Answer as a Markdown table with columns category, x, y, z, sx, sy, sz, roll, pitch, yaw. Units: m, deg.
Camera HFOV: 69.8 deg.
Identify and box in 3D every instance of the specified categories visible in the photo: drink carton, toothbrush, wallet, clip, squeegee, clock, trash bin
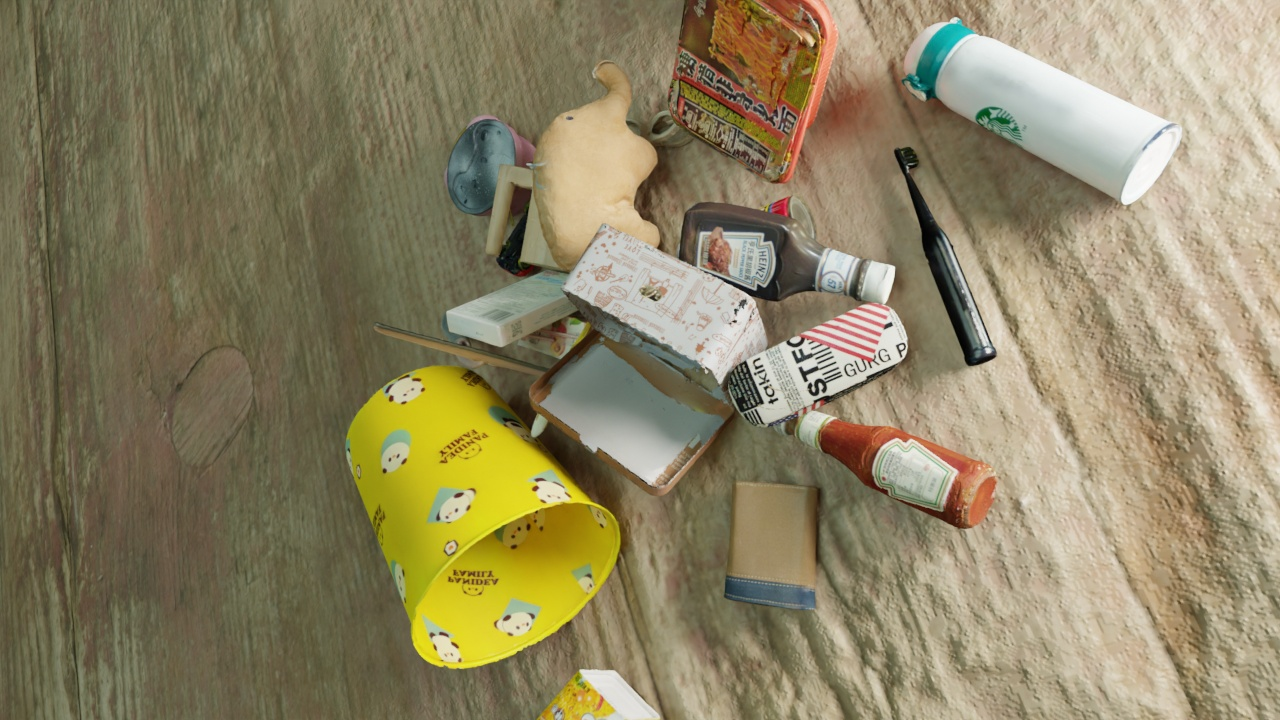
| category | x | y | z | sx | sy | sz | roll | pitch | yaw |
| --- | --- | --- | --- | --- | --- | --- | --- | --- | --- |
| drink carton | -0.082 | -0.026 | 1.034 | 0.123 | 0.045 | 0.053 | 18 | 95 | 37 |
| toothbrush | 0.262 | -0.097 | 0.804 | 0.027 | 0.026 | 0.212 | -13 | 71 | -2 |
| wallet | 0.123 | 0.173 | 0.864 | 0.090 | 0.033 | 0.115 | -2 | 81 | 34 |
| clip | 0.018 | -0.250 | 1.002 | 0.097 | 0.034 | 0.061 | -7 | 80 | 44 |
| squeegee | -0.204 | -0.020 | 1.072 | 0.250 | 0.247 | 0.040 | 34 | 107 | 64 |
| toothbrush | -0.074 | -0.006 | 0.971 | 0.016 | 0.018 | 0.191 | 15 | 74 | 37 |
| clock | -0.189 | -0.240 | 1.135 | 0.158 | 0.059 | 0.117 | 38 | 107 | 33 |
| trash bin | -0.185 | 0.153 | 0.984 | 0.230 | 0.229 | 0.255 | -56 | 51 | 17 |

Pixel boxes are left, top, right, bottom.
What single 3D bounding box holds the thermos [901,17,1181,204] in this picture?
| category | x | y | z | sx | sy | sz | roll | pitch | yaw |
| --- | --- | --- | --- | --- | --- | --- | --- | --- | --- |
| thermos | 0.316 | -0.209 | 0.753 | 0.224 | 0.073 | 0.073 | 43 | 109 | 33 |

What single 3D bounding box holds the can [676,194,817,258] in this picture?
| category | x | y | z | sx | sy | sz | roll | pitch | yaw |
| --- | --- | --- | --- | --- | --- | --- | --- | --- | --- |
| can | 0.103 | -0.116 | 0.905 | 0.133 | 0.053 | 0.053 | -18 | 73 | 33 |

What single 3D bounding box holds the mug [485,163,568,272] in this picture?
| category | x | y | z | sx | sy | sz | roll | pitch | yaw |
| --- | --- | --- | --- | --- | --- | --- | --- | --- | --- |
| mug | -0.107 | -0.158 | 1.034 | 0.124 | 0.084 | 0.103 | 11 | 93 | 0 |

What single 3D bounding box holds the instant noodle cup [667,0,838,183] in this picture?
| category | x | y | z | sx | sy | sz | roll | pitch | yaw |
| --- | --- | --- | --- | --- | --- | --- | --- | --- | --- |
| instant noodle cup | 0.111 | -0.283 | 0.871 | 0.164 | 0.078 | 0.189 | 39 | 143 | 25 |

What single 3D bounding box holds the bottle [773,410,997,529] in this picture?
| category | x | y | z | sx | sy | sz | roll | pitch | yaw |
| --- | --- | --- | --- | --- | --- | --- | --- | --- | --- |
| bottle | 0.204 | 0.082 | 0.802 | 0.206 | 0.059 | 0.060 | 23 | 97 | 42 |

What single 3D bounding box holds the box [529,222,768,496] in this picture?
| category | x | y | z | sx | sy | sz | roll | pitch | yaw |
| --- | --- | --- | --- | --- | --- | --- | --- | --- | --- |
| box | -0.006 | 0.007 | 0.883 | 0.183 | 0.156 | 0.192 | 30 | 79 | 23 |

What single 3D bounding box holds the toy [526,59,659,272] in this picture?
| category | x | y | z | sx | sy | sz | roll | pitch | yaw |
| --- | --- | --- | --- | --- | --- | --- | --- | --- | --- |
| toy | -0.048 | -0.200 | 0.957 | 0.083 | 0.143 | 0.226 | 12 | 107 | 56 |

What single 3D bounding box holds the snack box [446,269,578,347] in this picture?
| category | x | y | z | sx | sy | sz | roll | pitch | yaw |
| --- | --- | --- | --- | --- | --- | --- | --- | --- | --- |
| snack box | -0.126 | -0.060 | 1.008 | 0.085 | 0.156 | 0.027 | 15 | 120 | 37 |

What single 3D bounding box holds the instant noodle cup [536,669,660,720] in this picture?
| category | x | y | z | sx | sy | sz | roll | pitch | yaw |
| --- | --- | --- | --- | --- | --- | --- | --- | --- | --- |
| instant noodle cup | -0.054 | 0.385 | 0.922 | 0.116 | 0.116 | 0.123 | 35 | 93 | 35 |

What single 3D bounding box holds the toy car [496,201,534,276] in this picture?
| category | x | y | z | sx | sy | sz | roll | pitch | yaw |
| --- | --- | --- | --- | --- | --- | --- | --- | --- | --- |
| toy car | -0.129 | -0.150 | 1.094 | 0.049 | 0.031 | 0.106 | 28 | 88 | 37 |

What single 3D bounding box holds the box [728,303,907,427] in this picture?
| category | x | y | z | sx | sy | sz | roll | pitch | yaw |
| --- | --- | --- | --- | --- | --- | --- | --- | --- | --- |
| box | 0.163 | 0.010 | 0.834 | 0.163 | 0.081 | 0.075 | -28 | 81 | 9 |

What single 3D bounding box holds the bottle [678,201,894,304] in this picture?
| category | x | y | z | sx | sy | sz | roll | pitch | yaw |
| --- | --- | --- | --- | --- | --- | --- | --- | --- | --- |
| bottle | 0.132 | -0.092 | 0.841 | 0.195 | 0.043 | 0.080 | 17 | 121 | 20 |
